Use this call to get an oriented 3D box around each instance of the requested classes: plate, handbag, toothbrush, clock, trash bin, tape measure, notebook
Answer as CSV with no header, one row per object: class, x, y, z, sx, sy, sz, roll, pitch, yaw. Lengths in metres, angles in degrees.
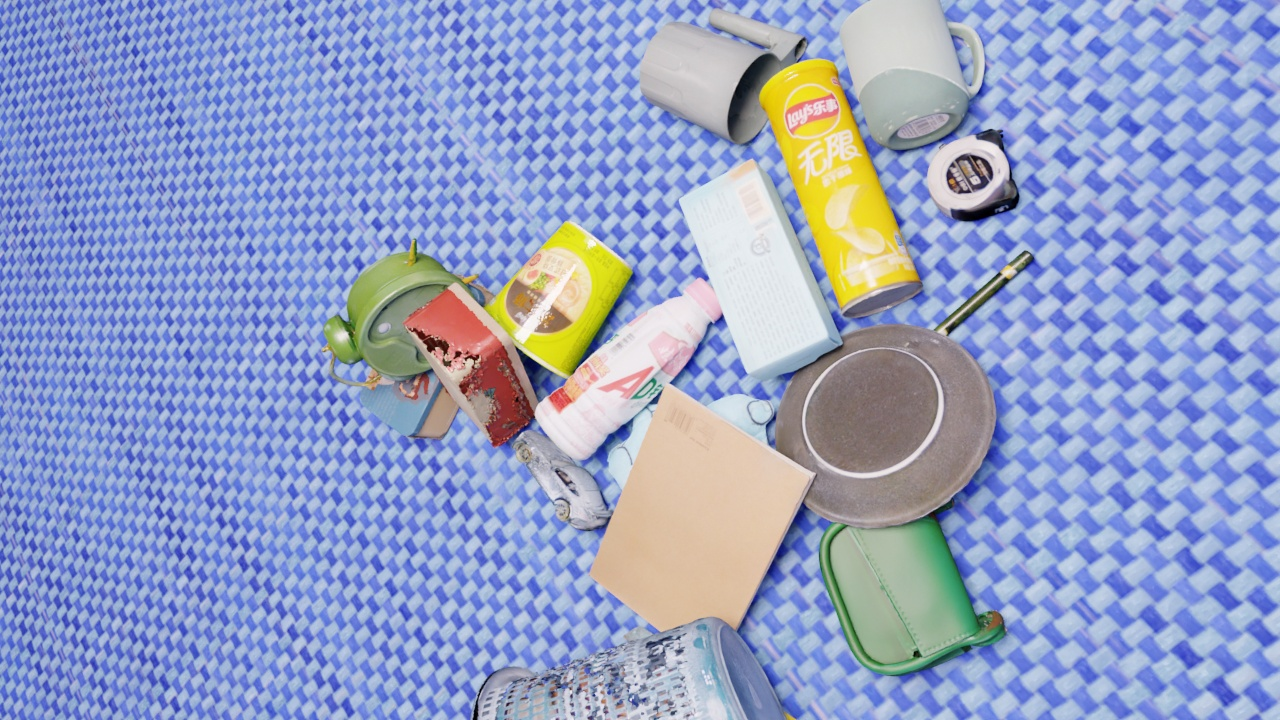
plate,0.186,0.044,0.730,0.180,0.024,0.179,-18,53,25
handbag,0.209,0.177,0.724,0.120,0.068,0.131,-22,73,14
toothbrush,0.249,-0.021,0.755,0.186,0.012,0.017,-44,74,14
clock,-0.229,-0.034,0.866,0.161,0.116,0.056,-46,56,9
trash bin,0.010,0.310,0.717,0.195,0.226,0.226,-29,72,10
tape measure,0.269,-0.148,0.748,0.066,0.033,0.065,-14,76,21
notebook,0.044,0.145,0.789,0.149,0.012,0.212,32,115,26

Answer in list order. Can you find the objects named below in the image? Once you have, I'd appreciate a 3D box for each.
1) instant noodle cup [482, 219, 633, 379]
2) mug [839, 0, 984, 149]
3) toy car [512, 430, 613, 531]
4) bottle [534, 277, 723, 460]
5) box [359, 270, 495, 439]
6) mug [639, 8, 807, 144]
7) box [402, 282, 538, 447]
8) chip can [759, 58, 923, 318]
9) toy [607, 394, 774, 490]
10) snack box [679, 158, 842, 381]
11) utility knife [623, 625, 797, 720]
instant noodle cup,-0.073,-0.063,0.868,0.112,0.111,0.123,38,93,25
mug,0.232,-0.239,0.758,0.111,0.082,0.106,-11,77,-8
toy car,-0.073,0.111,0.870,0.037,0.054,0.120,-49,65,15
bottle,-0.005,0.005,0.838,0.197,0.068,0.068,-42,68,2
box,-0.211,-0.013,0.949,0.090,0.061,0.184,28,98,25
mug,0.075,-0.268,0.839,0.103,0.084,0.123,31,70,27
box,-0.157,0.015,0.850,0.076,0.168,0.091,-40,65,-14
chip can,0.167,-0.145,0.776,0.072,0.072,0.213,-23,74,22
toy,0.048,0.087,0.817,0.156,0.049,0.161,38,100,31
snack box,0.100,-0.076,0.777,0.074,0.051,0.174,-26,73,22
utility knife,0.072,0.291,0.799,0.215,0.015,0.033,26,92,26
